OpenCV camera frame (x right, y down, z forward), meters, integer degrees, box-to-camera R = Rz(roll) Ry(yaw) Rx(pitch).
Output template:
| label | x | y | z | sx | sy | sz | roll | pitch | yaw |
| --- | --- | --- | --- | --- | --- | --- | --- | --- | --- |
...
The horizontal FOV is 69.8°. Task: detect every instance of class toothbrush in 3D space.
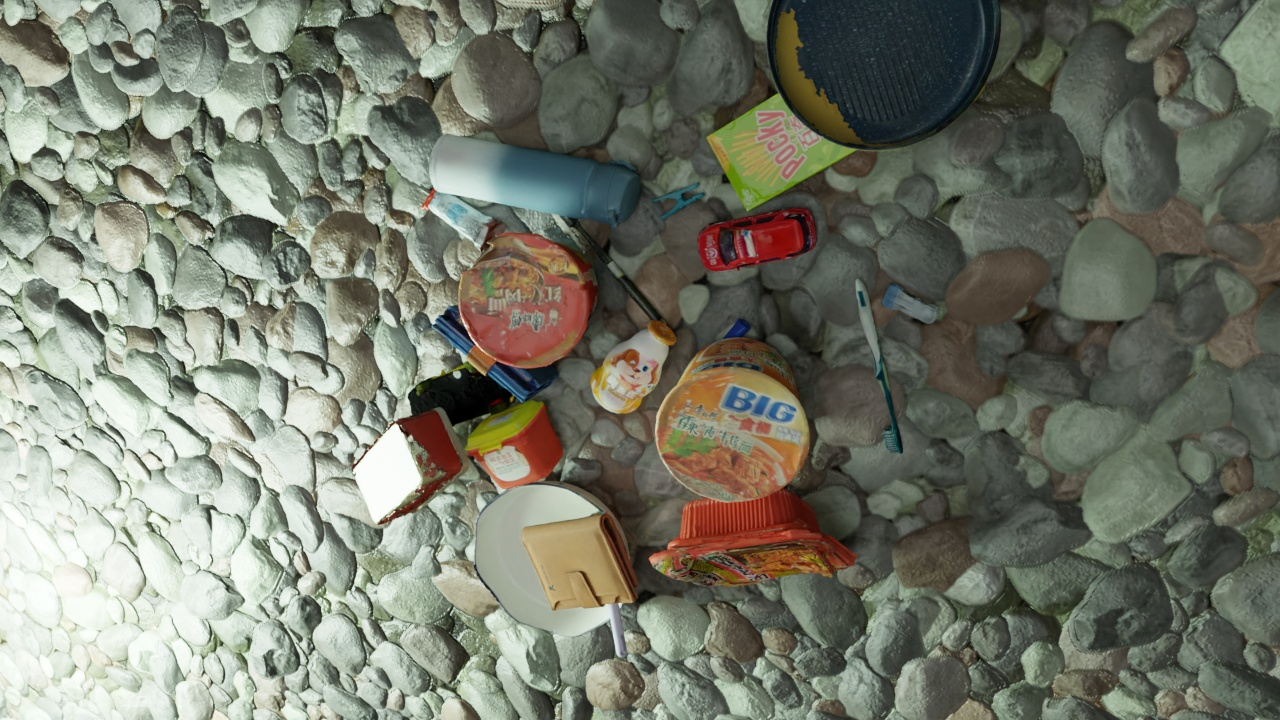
| label | x | y | z | sx | sy | sz | roll | pitch | yaw |
| --- | --- | --- | --- | --- | --- | --- | --- | --- | --- |
| toothbrush | 0.241 | 0.008 | 0.935 | 0.018 | 0.016 | 0.192 | -9 | 105 | 32 |
| toothbrush | -0.036 | 0.263 | 1.066 | 0.029 | 0.021 | 0.189 | -12 | 107 | -11 |
| toothbrush | -0.025 | -0.092 | 0.992 | 0.012 | 0.017 | 0.186 | -40 | 92 | 23 |

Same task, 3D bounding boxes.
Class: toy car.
| label | x | y | z | sx | sy | sz | roll | pitch | yaw |
| --- | --- | --- | --- | --- | --- | --- | --- | --- | --- |
| toy car | -0.211 | 0.039 | 1.088 | 0.156 | 0.041 | 0.071 | -21 | 100 | 28 |
| toy car | 0.114 | -0.121 | 0.920 | 0.121 | 0.045 | 0.053 | -9 | 103 | 24 |

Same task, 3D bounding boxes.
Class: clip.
| label | x | y | z | sx | sy | sz | roll | pitch | yaw |
| --- | --- | --- | --- | --- | --- | --- | --- | --- | --- |
| clip | 0.040 | -0.165 | 0.947 | 0.056 | 0.014 | 0.041 | -20 | 101 | 26 |
| clip | 0.265 | -0.054 | 0.902 | 0.057 | 0.028 | 0.024 | 30 | 114 | 18 |

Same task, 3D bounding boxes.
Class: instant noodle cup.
| label | x | y | z | sx | sy | sz | roll | pitch | yaw |
| --- | --- | --- | --- | --- | --- | --- | --- | --- | --- |
| instant noodle cup | 0.120 | 0.189 | 0.972 | 0.189 | 0.164 | 0.079 | -13 | 64 | 23 |
| instant noodle cup | -0.107 | -0.067 | 0.970 | 0.138 | 0.108 | 0.138 | 2 | 101 | 11 |
| instant noodle cup | 0.097 | 0.052 | 0.936 | 0.151 | 0.111 | 0.151 | 4 | 116 | 9 |

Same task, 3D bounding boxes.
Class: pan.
| label | x | y | z | sx | sy | sz | roll | pitch | yaw |
| --- | --- | --- | --- | --- | --- | --- | --- | --- | --- |
| pan | 0.178 | -0.355 | 0.782 | 0.198 | 0.078 | 0.357 | -21 | 97 | 11 |

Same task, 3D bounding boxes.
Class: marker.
| label | x | y | z | sx | sy | sz | roll | pitch | yaw |
| --- | --- | --- | --- | --- | --- | --- | --- | --- | --- |
| marker | 0.068 | 0.011 | 0.995 | 0.017 | 0.016 | 0.146 | 41 | 116 | 3 |

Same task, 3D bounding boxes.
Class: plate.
| label | x | y | z | sx | sy | sz | roll | pitch | yaw |
| --- | --- | --- | --- | --- | --- | --- | --- | --- | --- |
| plate | -0.104 | 0.235 | 1.116 | 0.205 | 0.045 | 0.205 | 6 | 110 | 18 |

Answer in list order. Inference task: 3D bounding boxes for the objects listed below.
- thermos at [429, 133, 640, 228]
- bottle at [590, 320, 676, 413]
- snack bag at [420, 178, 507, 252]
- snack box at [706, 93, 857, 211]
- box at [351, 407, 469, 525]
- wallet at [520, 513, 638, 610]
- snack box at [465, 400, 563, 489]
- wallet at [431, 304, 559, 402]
| label | x | y | z | sx | sy | sz | roll | pitch | yaw |
| --- | --- | --- | --- | --- | --- | --- | --- | --- | --- |
| thermos | -0.110 | -0.191 | 0.965 | 0.221 | 0.070 | 0.070 | 13 | 111 | 14 |
| bottle | -0.006 | 0.006 | 0.992 | 0.063 | 0.063 | 0.109 | 40 | 117 | 3 |
| snack bag | -0.201 | -0.162 | 1.025 | 0.105 | 0.026 | 0.045 | 36 | 107 | 4 |
| snack box | 0.151 | -0.218 | 0.883 | 0.157 | 0.026 | 0.086 | -26 | 97 | 25 |
| box | -0.283 | 0.132 | 1.089 | 0.169 | 0.078 | 0.091 | -39 | 75 | 46 |
| wallet | -0.070 | 0.231 | 1.044 | 0.132 | 0.031 | 0.108 | -16 | 98 | 39 |
| snack box | -0.144 | 0.101 | 1.066 | 0.091 | 0.081 | 0.080 | -19 | 109 | 30 |
| wallet | -0.158 | -0.011 | 1.018 | 0.133 | 0.106 | 0.040 | 39 | 104 | 3 |
